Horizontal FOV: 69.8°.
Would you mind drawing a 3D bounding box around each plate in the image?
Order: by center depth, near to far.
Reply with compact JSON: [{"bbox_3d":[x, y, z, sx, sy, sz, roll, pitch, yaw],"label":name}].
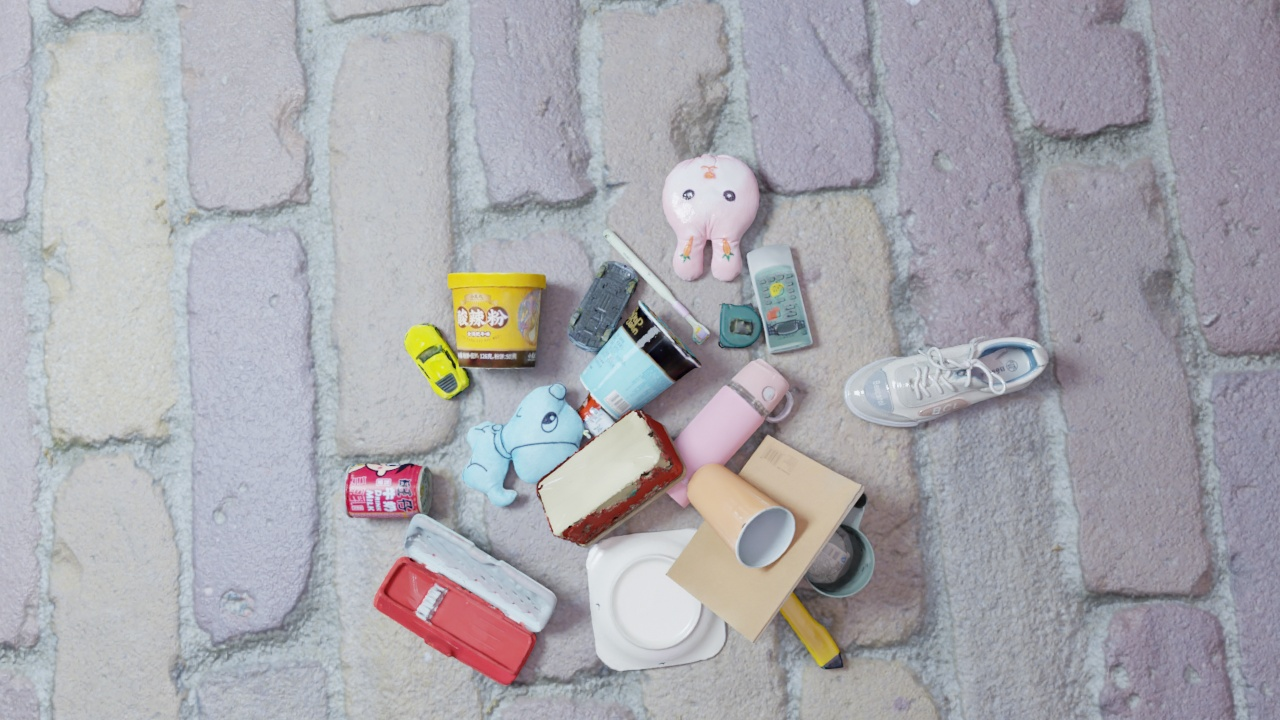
[{"bbox_3d":[0.019,0.290,1.112,0.163,0.034,0.164,-8,83,1],"label":"plate"}]

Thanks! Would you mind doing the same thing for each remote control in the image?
[{"bbox_3d":[0.174,-0.078,1.152,0.056,0.019,0.135,-12,84,1],"label":"remote control"}]

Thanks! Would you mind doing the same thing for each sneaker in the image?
[{"bbox_3d":[0.368,0.024,1.101,0.242,0.091,0.089,-13,83,1],"label":"sneaker"}]

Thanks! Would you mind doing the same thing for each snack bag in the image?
[{"bbox_3d":[-0.039,0.091,1.137,0.104,0.026,0.048,41,100,4],"label":"snack bag"}]

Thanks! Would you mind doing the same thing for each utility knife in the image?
[{"bbox_3d":[0.194,0.311,1.115,0.033,0.015,0.154,-35,83,-8],"label":"utility knife"}]

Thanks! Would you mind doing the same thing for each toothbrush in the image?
[{"bbox_3d":[0.018,-0.096,1.159,0.189,0.029,0.020,48,45,6],"label":"toothbrush"}]

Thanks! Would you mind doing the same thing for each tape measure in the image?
[{"bbox_3d":[0.124,-0.043,1.147,0.054,0.025,0.058,3,85,3],"label":"tape measure"}]

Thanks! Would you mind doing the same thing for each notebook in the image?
[{"bbox_3d":[0.139,0.198,1.057,0.149,0.012,0.211,29,78,45],"label":"notebook"}]

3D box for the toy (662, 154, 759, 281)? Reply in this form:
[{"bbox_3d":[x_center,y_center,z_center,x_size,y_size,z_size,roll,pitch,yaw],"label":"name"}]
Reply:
[{"bbox_3d":[0.088,-0.179,1.151,0.121,0.054,0.159,0,92,2],"label":"toy"}]

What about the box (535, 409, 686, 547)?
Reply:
[{"bbox_3d":[-0.040,0.138,1.072,0.168,0.077,0.091,-38,53,15],"label":"box"}]

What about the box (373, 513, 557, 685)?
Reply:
[{"bbox_3d":[-0.209,0.285,1.106,0.201,0.065,0.160,30,106,5],"label":"box"}]

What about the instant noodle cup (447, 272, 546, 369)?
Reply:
[{"bbox_3d":[-0.175,-0.048,1.115,0.118,0.118,0.114,1,92,2],"label":"instant noodle cup"}]

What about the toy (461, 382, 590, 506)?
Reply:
[{"bbox_3d":[-0.139,0.103,1.128,0.156,0.050,0.161,7,86,7],"label":"toy"}]

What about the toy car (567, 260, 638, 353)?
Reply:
[{"bbox_3d":[-0.047,-0.068,1.150,0.054,0.037,0.120,25,75,5],"label":"toy car"}]

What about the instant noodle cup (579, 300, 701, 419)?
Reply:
[{"bbox_3d":[-0.007,0.006,1.112,0.120,0.111,0.111,-43,85,6],"label":"instant noodle cup"}]

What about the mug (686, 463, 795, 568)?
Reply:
[{"bbox_3d":[0.109,0.170,1.043,0.078,0.123,0.078,-13,118,-25],"label":"mug"}]

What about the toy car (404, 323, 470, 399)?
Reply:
[{"bbox_3d":[-0.258,-0.001,1.150,0.048,0.032,0.105,-35,83,-2],"label":"toy car"}]

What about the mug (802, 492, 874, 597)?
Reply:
[{"bbox_3d":[0.229,0.211,1.079,0.084,0.103,0.124,21,84,4],"label":"mug"}]

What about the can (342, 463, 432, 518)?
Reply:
[{"bbox_3d":[-0.306,0.159,1.118,0.094,0.066,0.066,0,84,2],"label":"can"}]

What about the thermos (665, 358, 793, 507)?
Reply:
[{"bbox_3d":[0.102,0.091,1.119,0.198,0.067,0.087,-46,114,-5],"label":"thermos"}]
